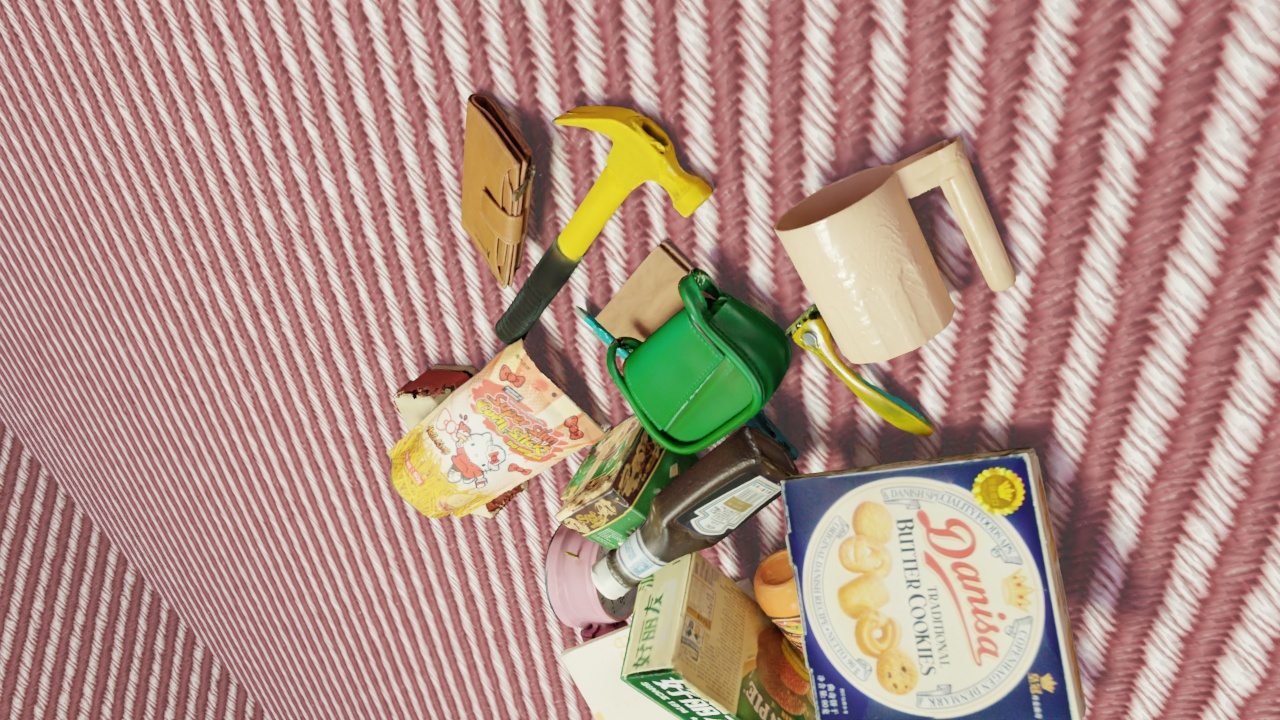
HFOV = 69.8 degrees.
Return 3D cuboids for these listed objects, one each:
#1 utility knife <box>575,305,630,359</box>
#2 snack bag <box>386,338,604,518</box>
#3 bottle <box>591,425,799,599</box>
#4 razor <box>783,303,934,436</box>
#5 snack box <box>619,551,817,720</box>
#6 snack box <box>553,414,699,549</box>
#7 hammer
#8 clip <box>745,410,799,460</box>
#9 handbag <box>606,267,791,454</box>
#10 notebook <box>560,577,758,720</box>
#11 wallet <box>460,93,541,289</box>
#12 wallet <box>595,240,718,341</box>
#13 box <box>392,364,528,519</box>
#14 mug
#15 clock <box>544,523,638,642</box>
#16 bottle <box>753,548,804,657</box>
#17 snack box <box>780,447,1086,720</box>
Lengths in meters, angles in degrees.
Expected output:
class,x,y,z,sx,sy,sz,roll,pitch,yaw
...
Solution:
class,x,y,z,sx,sy,sz,roll,pitch,yaw
utility knife,-0.005,0.005,0.826,0.151,0.013,0.029,44,178,4
snack bag,-0.151,0.079,0.919,0.208,0.073,0.128,-34,108,25
bottle,0.038,0.132,0.762,0.195,0.044,0.080,-41,136,19
razor,0.167,0.013,0.686,0.132,0.028,0.043,43,136,2
snack box,0.086,0.282,0.834,0.063,0.114,0.240,-20,130,34
snack box,0.003,0.123,0.859,0.105,0.117,0.118,40,142,-11
hammer,-0.060,-0.098,0.784,0.129,0.032,0.302,46,139,2
clip,0.112,0.067,0.778,0.057,0.047,0.014,50,140,0
handbag,0.046,0.002,0.733,0.120,0.067,0.132,49,135,-2
notebook,0.040,0.316,0.942,0.206,0.010,0.146,-23,111,4
wallet,-0.120,-0.139,0.778,0.119,0.035,0.131,58,148,36
wallet,0.025,-0.033,0.775,0.101,0.020,0.116,43,137,1
box,-0.203,0.096,1.022,0.091,0.080,0.168,2,123,39
mug,0.164,-0.069,0.592,0.125,0.084,0.103,-24,107,21
clock,-0.038,0.238,0.970,0.060,0.116,0.158,-5,117,30
bottle,0.159,0.243,0.849,0.067,0.066,0.149,-6,124,43
snack box,0.203,0.163,0.660,0.183,0.045,0.178,-12,83,28
